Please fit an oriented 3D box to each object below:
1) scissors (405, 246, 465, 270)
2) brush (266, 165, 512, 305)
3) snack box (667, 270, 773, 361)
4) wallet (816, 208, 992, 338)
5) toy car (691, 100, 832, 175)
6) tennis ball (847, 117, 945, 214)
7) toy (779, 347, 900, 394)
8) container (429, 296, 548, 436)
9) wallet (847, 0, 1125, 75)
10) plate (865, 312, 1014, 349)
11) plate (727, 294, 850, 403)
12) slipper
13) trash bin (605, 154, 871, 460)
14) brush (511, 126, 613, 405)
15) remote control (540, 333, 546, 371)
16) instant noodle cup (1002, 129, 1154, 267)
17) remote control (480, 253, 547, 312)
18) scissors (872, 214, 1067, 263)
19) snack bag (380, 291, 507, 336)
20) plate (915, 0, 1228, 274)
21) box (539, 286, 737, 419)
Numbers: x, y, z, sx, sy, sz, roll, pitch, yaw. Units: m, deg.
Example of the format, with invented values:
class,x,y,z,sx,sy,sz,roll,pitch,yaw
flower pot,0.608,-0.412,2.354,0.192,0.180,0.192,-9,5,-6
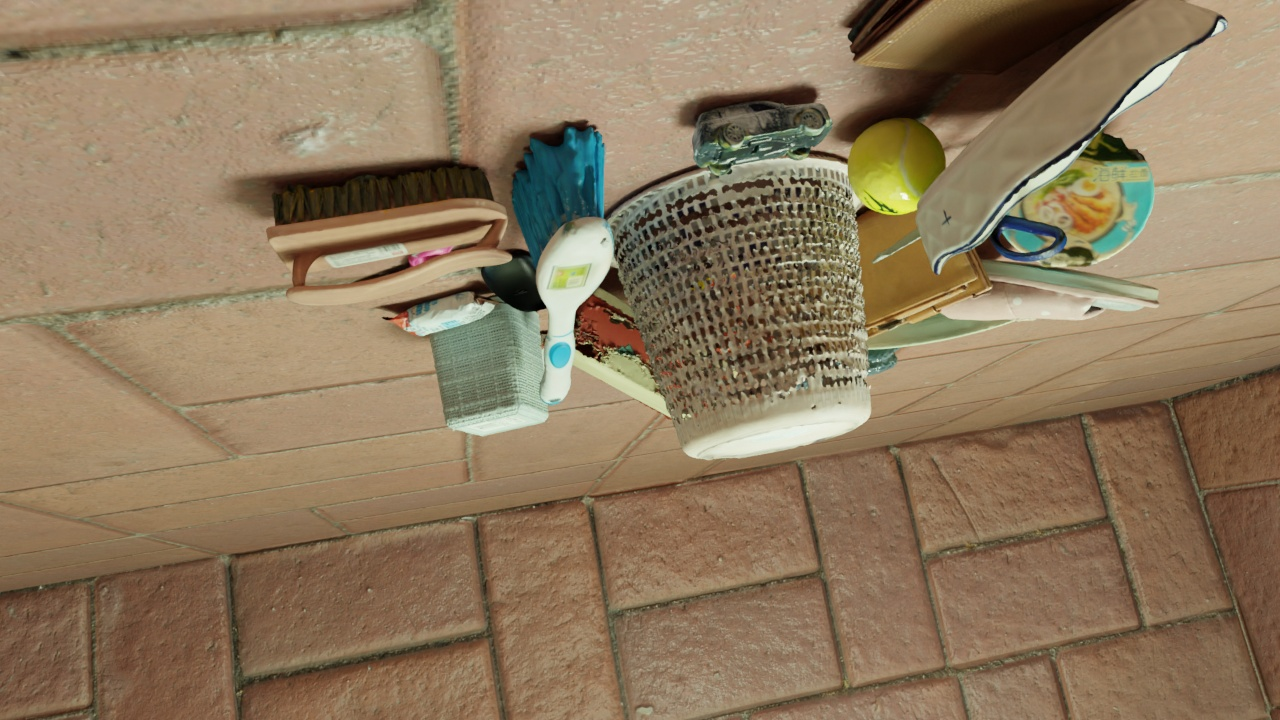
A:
class,x,y,z,sx,sy,sz,roll,pitch,yaw
scissors,-0.175,-0.071,0.740,0.093,0.017,0.138,-8,172,-43
brush,-0.157,-0.079,0.589,0.145,0.073,0.063,-10,166,-9
snack box,0.084,-0.042,0.910,0.091,0.080,0.081,-23,163,40
wallet,0.223,-0.084,0.794,0.031,0.108,0.132,-25,178,-41
toy car,0.076,-0.144,0.582,0.090,0.034,0.043,-11,164,-7
tennis ball,0.176,-0.134,0.633,0.065,0.065,0.065,-10,167,-3
toy,0.212,-0.007,1.080,0.355,0.091,0.138,-20,-170,-28
container,-0.142,0.009,0.877,0.090,0.111,0.090,-14,166,12
wallet,0.188,-0.189,0.495,0.124,0.032,0.101,-3,168,-26
plate,0.308,-0.056,0.974,0.230,0.027,0.230,-14,-171,2
plate,0.152,-0.021,0.947,0.229,0.028,0.229,-29,-169,6
slipper,0.308,-0.063,0.821,0.275,0.054,0.114,12,-169,33
trash bin,0.090,-0.029,0.735,0.227,0.192,0.228,-10,166,-3
brush,-0.063,-0.052,0.694,0.060,0.109,0.315,-10,167,-14
remote control,-0.103,-0.006,1.037,0.049,0.024,0.125,-5,165,-23
instant noodle cup,0.344,-0.122,0.747,0.111,0.111,0.120,-15,174,18
remote control,-0.098,-0.062,0.803,0.053,0.024,0.136,-15,167,9
scissors,0.255,-0.117,0.689,0.176,0.162,0.012,-39,129,12
snack bag,-0.175,-0.043,0.822,0.104,0.026,0.048,-15,172,15
plate,0.248,-0.137,0.556,0.204,0.045,0.205,-39,170,-8
box,-0.005,0.005,0.853,0.168,0.076,0.091,29,168,-14
